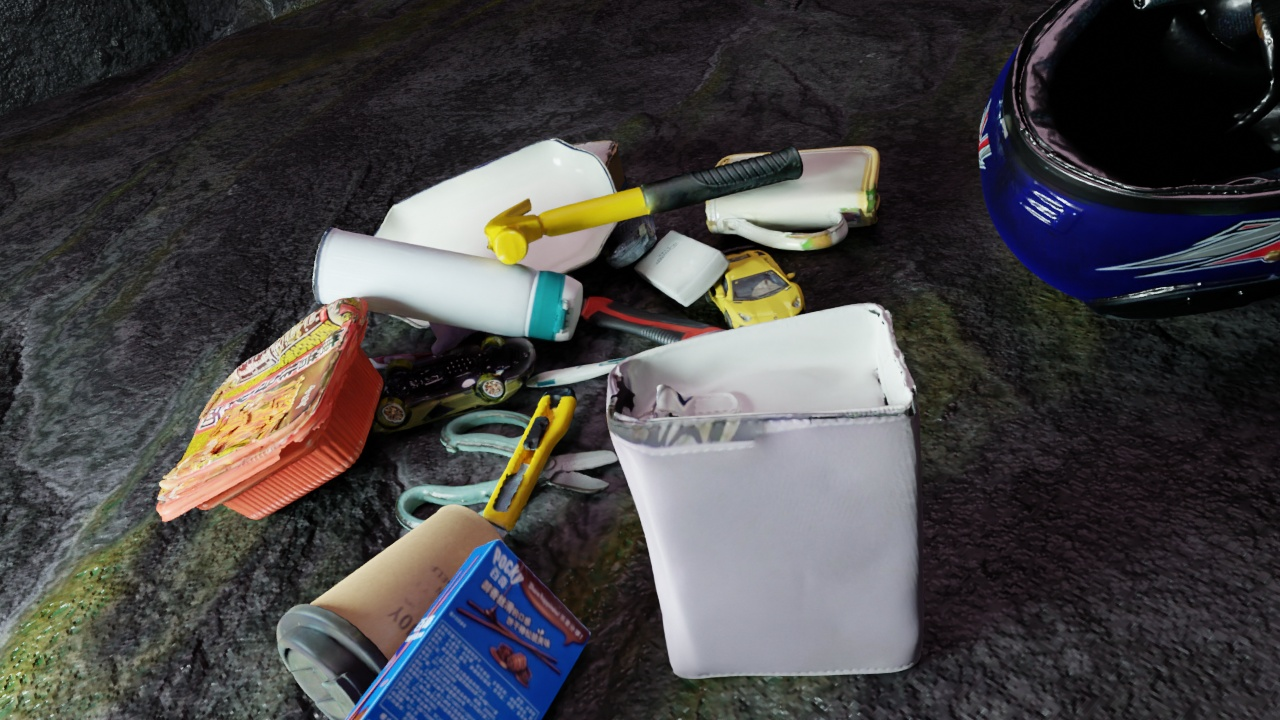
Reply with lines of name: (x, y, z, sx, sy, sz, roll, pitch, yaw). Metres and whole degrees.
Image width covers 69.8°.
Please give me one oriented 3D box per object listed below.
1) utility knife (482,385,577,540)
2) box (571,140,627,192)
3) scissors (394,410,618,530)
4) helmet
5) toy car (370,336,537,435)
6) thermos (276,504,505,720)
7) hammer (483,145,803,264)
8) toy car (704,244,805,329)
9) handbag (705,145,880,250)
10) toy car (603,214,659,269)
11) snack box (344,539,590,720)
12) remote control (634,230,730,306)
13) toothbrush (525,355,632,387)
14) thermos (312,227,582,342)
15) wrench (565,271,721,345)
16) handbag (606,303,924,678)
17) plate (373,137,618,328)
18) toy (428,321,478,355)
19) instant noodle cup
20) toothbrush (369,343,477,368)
utility knife: (-0.081, 0.073, 0.669, 0.033, 0.015, 0.173, -2, 36, 19)
box: (-0.075, -0.191, 1.037, 0.090, 0.062, 0.183, 1, 35, 18)
scissors: (-0.098, 0.073, 0.705, 0.177, 0.019, 0.169, -13, 34, 4)
helmet: (0.408, -0.152, 0.643, 0.316, 0.240, 0.247, -2, 74, 29)
toy car: (-0.161, 0.021, 0.779, 0.158, 0.042, 0.070, -15, 34, 7)
thermos: (-0.144, 0.153, 0.552, 0.093, 0.093, 0.142, 9, 33, 29)
hammer: (0.004, -0.148, 0.842, 0.300, 0.033, 0.128, -15, 22, -8)
toy car: (0.097, -0.062, 0.795, 0.071, 0.041, 0.155, -15, 26, -1)
handbag: (0.145, -0.143, 0.883, 0.163, 0.063, 0.178, -1, 33, 17)
toy car: (-0.009, -0.129, 0.935, 0.054, 0.037, 0.120, -32, 26, 16)
snack box: (-0.096, 0.182, 0.492, 0.026, 0.084, 0.156, -29, 18, 44)
remote control: (0.036, -0.086, 0.841, 0.056, 0.019, 0.135, -45, 23, -1)
toothbrush: (-0.005, 0.005, 0.774, 0.192, 0.018, 0.016, -11, 35, 8)
thermos: (-0.163, -0.063, 0.803, 0.224, 0.073, 0.073, 10, 35, -5)
wrench: (-0.019, -0.042, 0.825, 0.056, 0.016, 0.274, -37, 35, -25)
handbag: (0.070, 0.077, 0.483, 0.145, 0.197, 0.098, -10, 37, 5)
plate: (-0.147, -0.123, 0.927, 0.266, 0.034, 0.162, -23, 65, 3)
toy: (-0.176, -0.057, 0.862, 0.083, 0.039, 0.108, -21, 54, -23)
instant noodle cup: (-0.278, 0.047, 0.723, 0.165, 0.079, 0.188, -28, 31, 17)
toothbrush: (-0.240, 0.005, 0.855, 0.188, 0.016, 0.017, -8, 45, 8)
